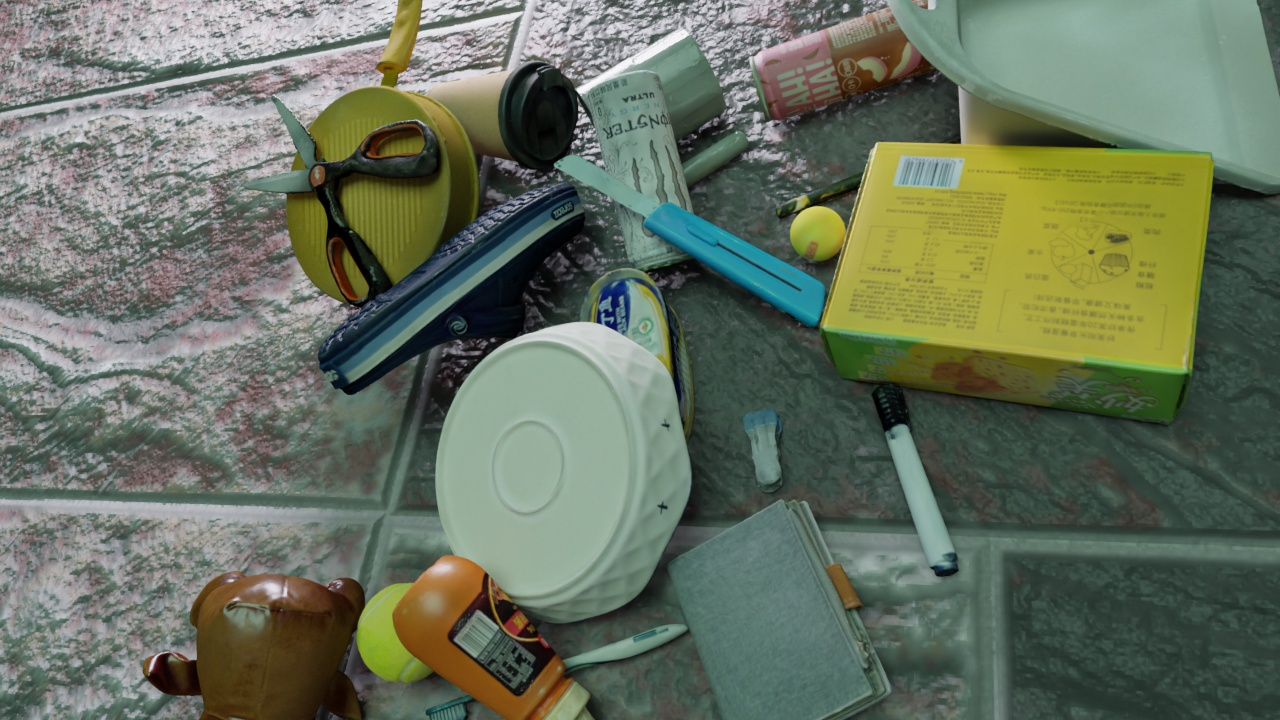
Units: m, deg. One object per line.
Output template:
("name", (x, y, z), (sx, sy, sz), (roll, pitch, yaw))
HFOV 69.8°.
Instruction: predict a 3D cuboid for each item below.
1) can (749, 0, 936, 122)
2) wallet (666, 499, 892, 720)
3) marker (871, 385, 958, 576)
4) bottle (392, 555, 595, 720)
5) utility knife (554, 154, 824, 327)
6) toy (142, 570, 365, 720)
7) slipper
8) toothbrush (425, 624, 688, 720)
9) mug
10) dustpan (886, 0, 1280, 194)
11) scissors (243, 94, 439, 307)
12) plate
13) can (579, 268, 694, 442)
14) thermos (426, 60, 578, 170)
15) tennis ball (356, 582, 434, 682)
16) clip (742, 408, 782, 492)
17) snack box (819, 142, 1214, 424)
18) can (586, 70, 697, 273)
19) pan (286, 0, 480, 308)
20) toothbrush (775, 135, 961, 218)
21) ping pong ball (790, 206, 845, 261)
("can", (0.165, -0.240, 0.734), (0.147, 0.058, 0.057), (-15, 58, 15))
("wallet", (0.083, 0.160, 0.558), (0.107, 0.037, 0.129), (-33, 53, 15))
("marker", (0.174, 0.073, 0.580), (0.022, 0.018, 0.130), (-14, 57, 4))
("bottle", (-0.084, 0.189, 0.573), (0.149, 0.067, 0.066), (40, 81, 5))
("utility knife", (0.036, -0.092, 0.666), (0.223, 0.018, 0.034), (30, 75, 3))
("toy", (-0.257, 0.241, 0.607), (0.140, 0.131, 0.199), (9, 73, -16))
("slipper", (-0.130, -0.050, 0.719), (0.252, 0.095, 0.105), (-40, 22, -23))
("toothbrush", (-0.056, 0.208, 0.602), (0.192, 0.016, 0.018), (-22, 66, 11))
("mug", (0.019, -0.201, 0.769), (0.103, 0.083, 0.124), (-32, 80, 2))
("dustpan", (0.296, -0.234, 0.615), (0.258, 0.143, 0.222), (-1, 62, 18))
("scissors", (-0.260, -0.146, 0.783), (0.221, 0.021, 0.232), (-19, 81, 26))
("plate", (-0.063, 0.073, 0.620), (0.205, 0.045, 0.204), (-7, 77, 33))
("can", (-0.004, 0.004, 0.673), (0.075, 0.049, 0.148), (-14, 58, 15))
("thermos", (-0.128, -0.223, 0.833), (0.143, 0.093, 0.093), (12, 68, 36))
("tennis ball", (-0.160, 0.185, 0.626), (0.065, 0.065, 0.065), (-10, 59, 17))
("clip", (0.084, 0.061, 0.623), (0.026, 0.036, 0.057), (-10, 59, 14))
("snack box", (0.240, -0.056, 0.593), (0.210, 0.070, 0.157), (9, 66, 26))
("can", (0.004, -0.143, 0.705), (0.058, 0.058, 0.146), (-14, 93, 15))
("pan", (-0.224, -0.220, 0.824), (0.198, 0.078, 0.357), (-2, 88, 28))
("toothbrush", (0.192, -0.144, 0.697), (0.186, 0.012, 0.017), (-20, 68, 11))
("ping pong ball", (0.131, -0.093, 0.677), (0.040, 0.040, 0.040), (-10, 59, 17))
